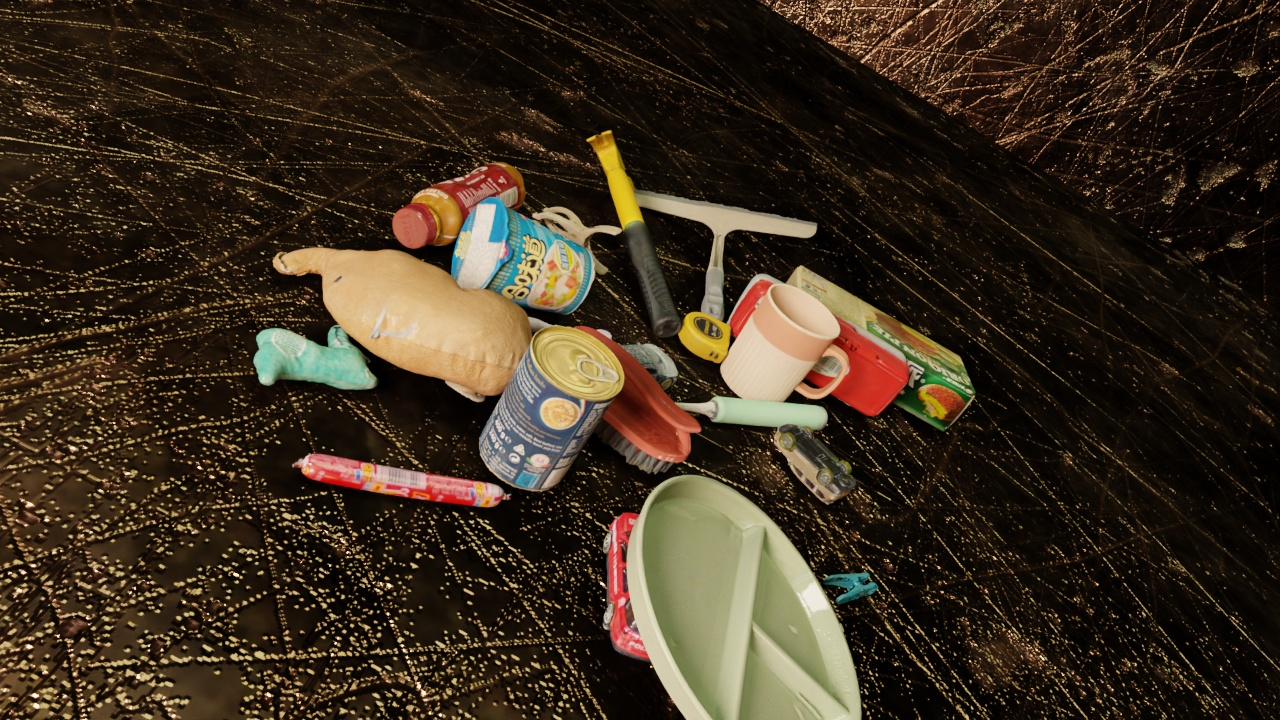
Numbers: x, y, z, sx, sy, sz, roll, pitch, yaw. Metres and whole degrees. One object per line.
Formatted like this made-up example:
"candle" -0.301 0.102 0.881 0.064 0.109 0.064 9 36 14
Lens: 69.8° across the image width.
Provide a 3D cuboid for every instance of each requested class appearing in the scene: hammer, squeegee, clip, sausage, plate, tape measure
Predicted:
"hammer" -0.007 -0.148 1.043 0.129 0.033 0.300 62 9 -53
"squeegee" 0.092 -0.110 1.108 0.246 0.039 0.245 10 40 -1
"clip" 0.182 0.195 0.790 0.056 0.014 0.041 2 43 -36
"clip" -0.073 -0.136 1.010 0.098 0.064 0.034 29 31 9
"sausage" -0.163 0.086 0.644 0.155 0.020 0.020 14 36 -25
"plate" 0.074 0.186 0.647 0.230 0.028 0.229 37 30 -25
"tape measure" 0.067 -0.024 0.977 0.057 0.029 0.059 27 32 -9

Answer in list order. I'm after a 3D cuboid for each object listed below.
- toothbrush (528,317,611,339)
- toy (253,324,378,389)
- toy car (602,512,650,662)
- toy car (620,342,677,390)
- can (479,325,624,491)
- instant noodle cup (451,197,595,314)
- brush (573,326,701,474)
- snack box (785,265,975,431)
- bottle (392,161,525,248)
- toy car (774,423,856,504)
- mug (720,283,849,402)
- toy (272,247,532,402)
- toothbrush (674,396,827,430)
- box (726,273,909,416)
"toothbrush" -0.115 -0.036 0.851 0.189 0.021 0.029 14 69 -24
"toy" -0.243 -0.002 0.691 0.091 0.030 0.096 16 27 -31
"toy car" 0.004 0.158 0.663 0.053 0.045 0.120 21 32 -19
"toy car" -0.005 0.005 0.875 0.105 0.031 0.049 -5 48 -45
"can" -0.070 0.039 0.701 0.075 0.111 0.075 22 35 -17
"instant noodle cup" -0.107 -0.090 0.870 0.109 0.099 0.099 17 34 -37
"brush" -0.014 0.035 0.791 0.146 0.069 0.063 40 34 13
"snack box" 0.276 -0.018 1.098 0.240 0.063 0.114 29 25 -4
"bottle" -0.180 -0.155 0.920 0.057 0.058 0.174 36 32 6
"toy car" 0.165 0.098 0.887 0.042 0.035 0.090 -10 50 -49
"mug" 0.155 -0.005 0.951 0.114 0.106 0.081 32 32 1
"toy" -0.192 -0.043 0.744 0.226 0.082 0.143 25 12 -9
"toothbrush" 0.098 0.051 0.904 0.224 0.026 0.027 6 2 -34
"box" 0.196 -0.017 1.025 0.201 0.091 0.067 30 33 -4
